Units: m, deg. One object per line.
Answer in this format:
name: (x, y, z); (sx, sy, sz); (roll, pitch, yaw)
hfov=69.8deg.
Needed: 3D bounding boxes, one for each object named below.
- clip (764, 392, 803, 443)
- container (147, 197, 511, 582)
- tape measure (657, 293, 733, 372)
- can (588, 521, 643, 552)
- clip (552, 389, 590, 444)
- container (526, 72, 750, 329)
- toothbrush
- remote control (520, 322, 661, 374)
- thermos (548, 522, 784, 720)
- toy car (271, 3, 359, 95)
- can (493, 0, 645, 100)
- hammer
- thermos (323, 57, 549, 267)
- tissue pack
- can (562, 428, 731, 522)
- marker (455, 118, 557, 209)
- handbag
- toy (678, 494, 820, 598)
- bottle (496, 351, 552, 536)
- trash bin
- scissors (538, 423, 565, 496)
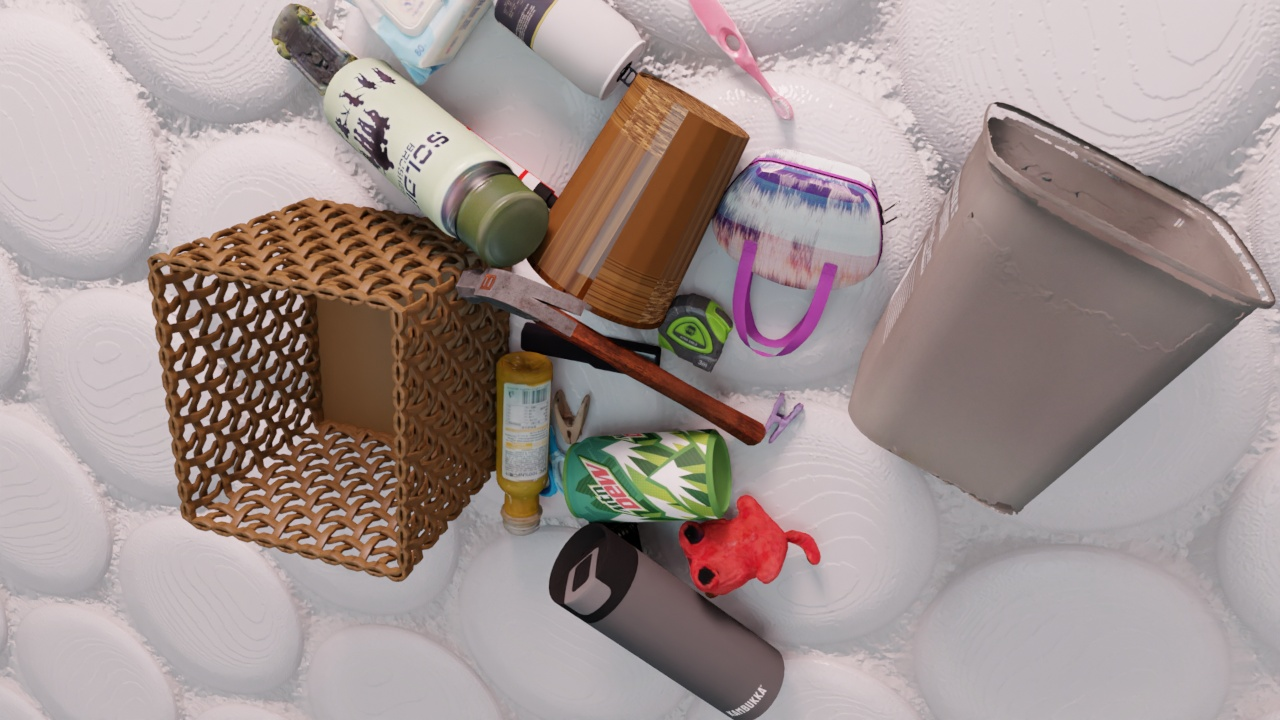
clip: (0.132, 0.055, 0.840); (0.041, 0.014, 0.052); (9, 112, 11)
container: (-0.258, 0.012, 0.826); (0.220, 0.213, 0.252); (11, 115, 12)
tape measure: (0.049, -0.030, 0.817); (0.065, 0.035, 0.059); (28, 127, 0)
can: (-0.020, 0.219, 0.932); (0.054, 0.053, 0.138); (-4, 111, 18)
clip: (-0.062, 0.055, 0.894); (0.039, 0.024, 0.060); (-3, 121, 21)
container: (0.002, -0.131, 0.741); (0.132, 0.132, 0.168); (32, 112, 2)
toothbrush: (0.078, -0.245, 0.726); (0.022, 0.016, 0.135); (-36, 99, 26)
remote control: (-0.048, -0.009, 0.865); (0.136, 0.015, 0.032); (11, 115, 12)
thermos: (0.027, 0.253, 0.879); (0.240, 0.082, 0.082); (39, 119, -21)
toy car: (-0.279, -0.269, 0.816); (0.105, 0.033, 0.048); (45, 119, 1)
can: (-0.052, -0.262, 0.731); (0.127, 0.064, 0.064); (39, 117, -2)
hammer: (-0.005, 0.005, 0.768); (0.300, 0.111, 0.028); (30, 80, -32)
thermos: (-0.167, -0.160, 0.751); (0.231, 0.082, 0.082); (41, 121, 28)
tissue pack: (-0.167, -0.325, 0.737); (0.112, 0.069, 0.182); (45, 118, -6)
can: (0.007, 0.109, 0.861); (0.144, 0.082, 0.083); (-5, 111, 19)
marker: (-0.122, -0.173, 0.816); (0.145, 0.019, 0.019); (36, 118, 0)
handbag: (0.124, -0.080, 0.762); (0.144, 0.067, 0.170); (18, 123, 10)
toy: (0.104, 0.185, 0.887); (0.133, 0.088, 0.094); (-6, 150, -2)
bottle: (-0.114, 0.084, 0.892); (0.053, 0.053, 0.186); (11, 117, 12)
trash bin: (0.277, -0.032, 0.668); (0.197, 0.196, 0.221); (29, 124, 4)
scissors: (-0.095, 0.079, 0.920); (0.066, 0.015, 0.135); (-2, 114, 23)
